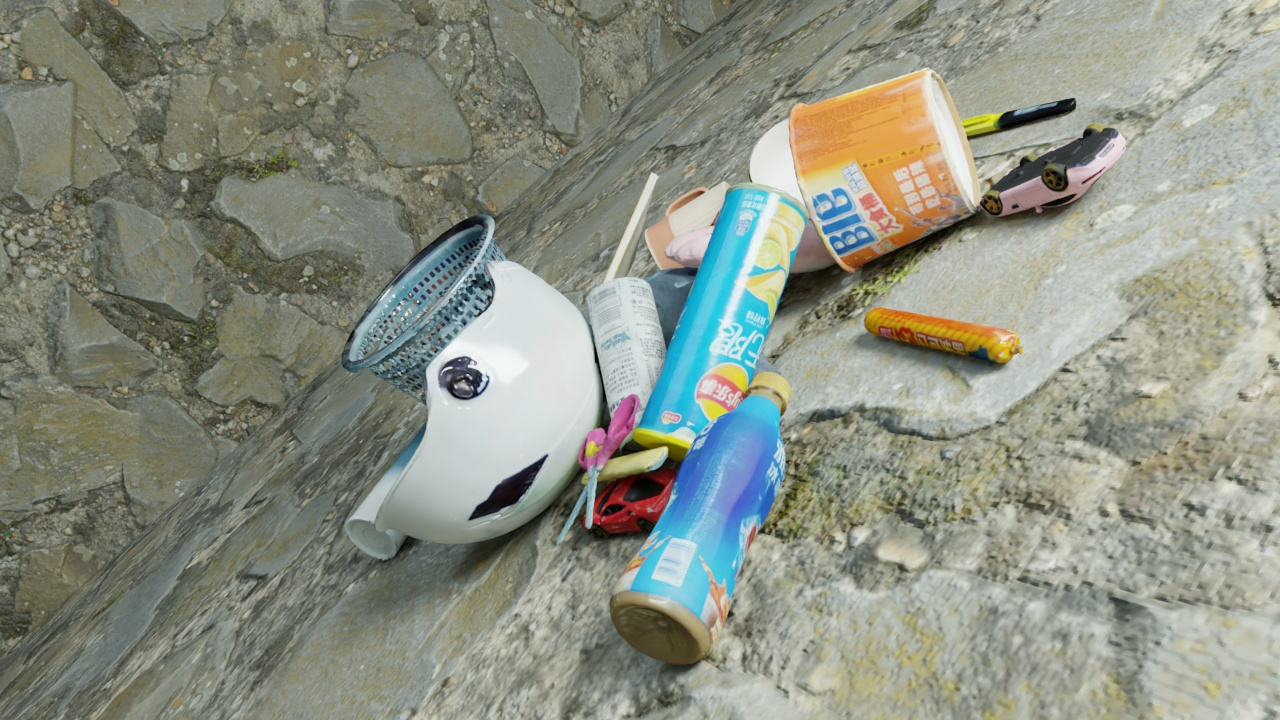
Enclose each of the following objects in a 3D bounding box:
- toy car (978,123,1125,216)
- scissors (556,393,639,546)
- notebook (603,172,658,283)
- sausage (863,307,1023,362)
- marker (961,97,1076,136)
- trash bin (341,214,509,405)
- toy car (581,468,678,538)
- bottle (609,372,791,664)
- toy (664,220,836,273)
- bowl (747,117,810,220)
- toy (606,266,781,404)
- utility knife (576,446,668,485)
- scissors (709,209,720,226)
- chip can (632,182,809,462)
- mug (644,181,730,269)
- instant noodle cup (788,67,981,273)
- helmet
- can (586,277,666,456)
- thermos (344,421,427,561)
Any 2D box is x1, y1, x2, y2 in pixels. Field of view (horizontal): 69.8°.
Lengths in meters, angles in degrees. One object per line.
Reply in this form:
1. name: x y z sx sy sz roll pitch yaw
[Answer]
1. toy car: 0.298 -0.133 0.666 0.056 0.037 0.122 -41 6 -13
2. scissors: -0.032 0.079 0.690 0.136 0.017 0.133 -57 15 25
3. notebook: -0.023 -0.095 0.994 0.207 0.010 0.145 112 180 -71
4. sausage: 0.197 -0.019 0.615 0.021 0.021 0.165 -42 19 -8
5. marker: 0.335 -0.218 0.821 0.018 0.015 0.124 -49 22 -17
6. trash bin: -0.183 -0.017 1.030 0.227 0.195 0.226 -34 28 21
7. toy car: -0.008 0.108 0.699 0.107 0.031 0.049 -20 26 50
8. bottle: 0.051 0.086 0.584 0.065 0.065 0.218 -22 25 41
9. toy: 0.105 -0.105 0.844 0.159 0.054 0.121 -4 12 -10
10. bowl: 0.170 -0.181 0.914 0.116 0.066 0.116 -7 64 15
11. toy: 0.020 -0.019 0.867 0.357 0.091 0.137 -9 63 58
12. utility knife: -0.015 0.080 0.694 0.030 0.018 0.163 -46 4 -23
13. scissors: 0.156 -0.176 0.963 0.194 0.015 0.206 5 67 20
14. chip can: 0.063 -0.027 0.694 0.071 0.071 0.210 -3 63 60
15. mug: 0.068 -0.152 1.047 0.106 0.081 0.114 -31 45 19
16. instant noodle cup: 0.203 -0.159 0.748 0.112 0.151 0.151 -18 27 30
17. helmet: -0.113 0.056 0.809 0.230 0.146 0.258 119 174 -60
18. can: -0.005 0.004 0.767 0.058 0.058 0.146 -29 60 29
19. thermos: -0.254 0.128 1.062 0.070 0.070 0.219 -25 24 37
